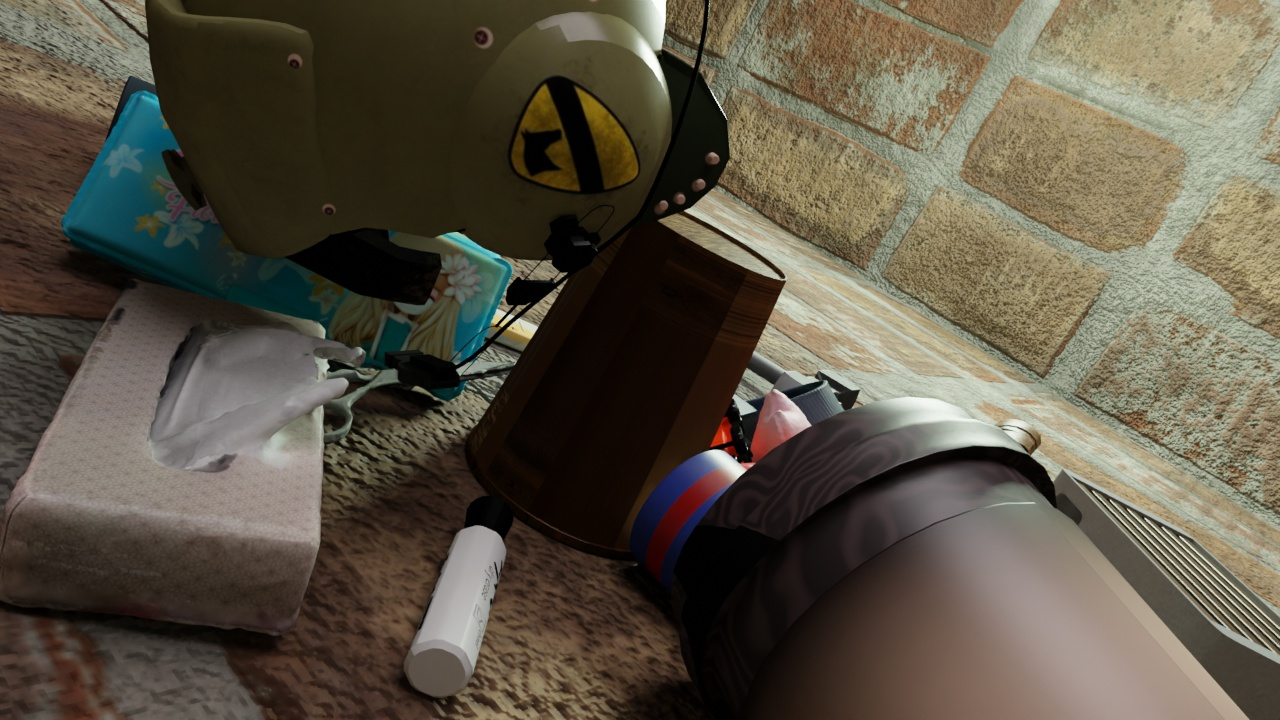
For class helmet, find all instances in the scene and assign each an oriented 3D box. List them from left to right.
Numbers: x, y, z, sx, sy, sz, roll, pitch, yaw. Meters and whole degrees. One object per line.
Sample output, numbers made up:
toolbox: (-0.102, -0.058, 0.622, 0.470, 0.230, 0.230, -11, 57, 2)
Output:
helmet: (-0.106, -0.130, 0.439, 0.232, 0.256, 0.250, 20, 19, -33)

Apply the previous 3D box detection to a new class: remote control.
remote control: (-0.123, -0.032, 0.699, 0.125, 0.018, 0.038, 23, 17, -25)

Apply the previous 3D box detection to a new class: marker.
marker: (-0.072, 0.092, 0.387, 0.025, 0.025, 0.125, 26, 16, -8)

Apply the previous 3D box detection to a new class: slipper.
slipper: (0.116, 0.042, 0.751, 0.263, 0.083, 0.101, 32, 14, 14)

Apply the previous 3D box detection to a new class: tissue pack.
tissue pack: (-0.168, 0.020, 0.363, 0.103, 0.071, 0.181, 13, 19, -22)

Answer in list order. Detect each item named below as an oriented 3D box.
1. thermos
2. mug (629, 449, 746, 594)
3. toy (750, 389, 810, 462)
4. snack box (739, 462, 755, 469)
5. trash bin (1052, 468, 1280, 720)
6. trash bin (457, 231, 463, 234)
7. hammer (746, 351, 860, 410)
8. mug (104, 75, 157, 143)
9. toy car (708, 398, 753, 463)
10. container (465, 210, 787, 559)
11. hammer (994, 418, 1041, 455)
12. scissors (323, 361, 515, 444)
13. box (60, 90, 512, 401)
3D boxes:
thermos: (0.129, 0.144, 0.326, 0.172, 0.173, 0.226, 16, 26, -35)
mug: (0.053, 0.107, 0.488, 0.076, 0.075, 0.112, 40, -7, 34)
toy: (0.102, 0.065, 0.641, 0.099, 0.053, 0.096, -97, 169, -52)
snack box: (0.128, 0.087, 0.529, 0.133, 0.021, 0.089, 17, 4, 30)
trash bin: (0.335, 0.185, 0.609, 0.114, 0.115, 0.228, 27, 16, -4)
trash bin: (-0.242, -0.196, 0.793, 0.139, 0.139, 0.249, 38, 20, 31)
hammer: (0.074, -0.028, 0.981, 0.322, 0.043, 0.155, 34, 17, 26)
mug: (-0.313, -0.131, 0.611, 0.077, 0.071, 0.105, 19, 40, -30)
toy car: (0.049, 0.064, 0.620, 0.100, 0.051, 0.049, -83, 155, -74)
container: (-0.003, 0.003, 0.515, 0.132, 0.167, 0.132, 26, 16, -8)
hammer: (0.258, 0.101, 0.703, 0.121, 0.049, 0.317, 21, 24, 28)
scissors: (-0.143, 0.005, 0.499, 0.090, 0.014, 0.171, 37, 34, 14)
box: (-0.190, -0.086, 0.554, 0.227, 0.084, 0.172, 25, 44, -16)
